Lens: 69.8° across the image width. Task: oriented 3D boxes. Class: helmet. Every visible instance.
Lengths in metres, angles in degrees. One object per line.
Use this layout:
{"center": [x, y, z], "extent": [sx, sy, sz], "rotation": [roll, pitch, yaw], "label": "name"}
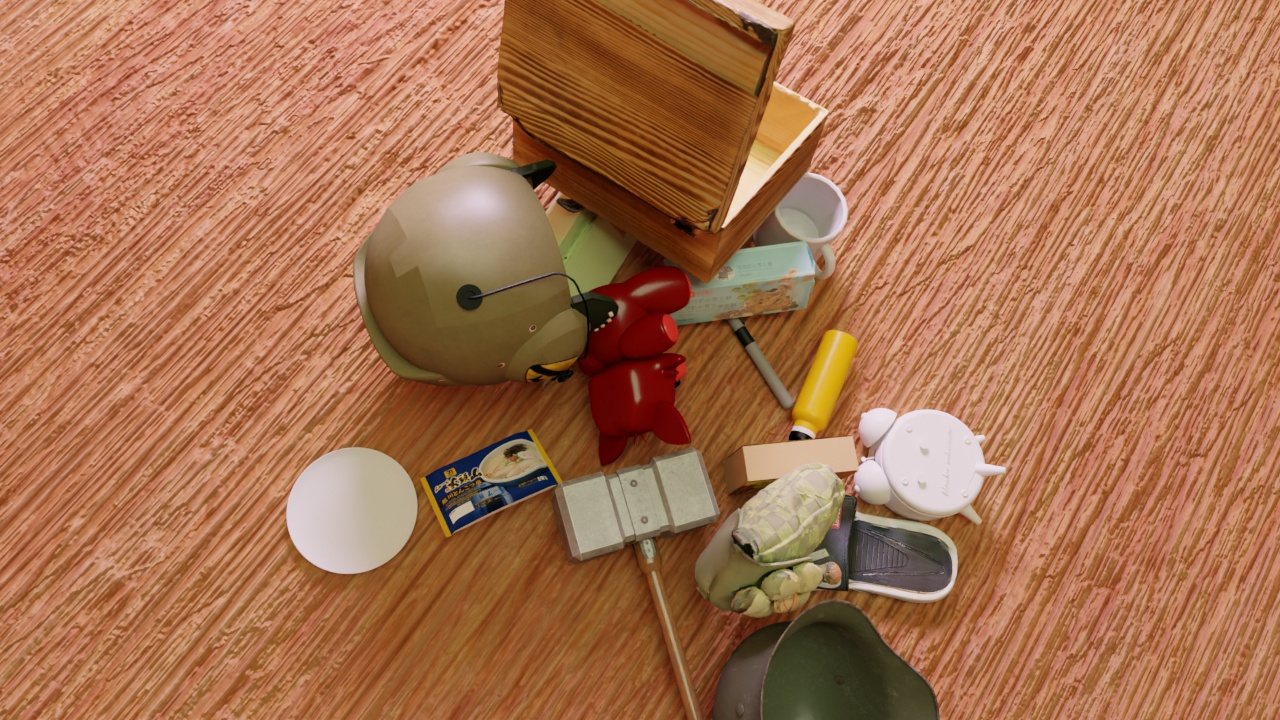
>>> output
{"center": [-0.170, -0.079, 0.941], "extent": [0.232, 0.256, 0.250], "rotation": [-19, 75, -18], "label": "helmet"}
{"center": [0.160, 0.360, 0.911], "extent": [0.226, 0.154, 0.268], "rotation": [-15, 99, -34], "label": "helmet"}

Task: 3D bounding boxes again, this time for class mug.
{"center": [0.201, -0.154, 1.121], "extent": [0.091, 0.090, 0.121], "rotation": [-23, 78, -15], "label": "mug"}

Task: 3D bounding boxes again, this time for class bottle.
{"center": [0.214, 0.035, 1.089], "extent": [0.043, 0.043, 0.143], "rotation": [26, 71, 0], "label": "bottle"}

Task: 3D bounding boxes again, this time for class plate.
{"center": [-0.308, 0.160, 0.985], "extent": [0.134, 0.011, 0.134], "rotation": [3, 73, -8], "label": "plate"}

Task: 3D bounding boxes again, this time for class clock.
{"center": [0.332, 0.120, 1.066], "extent": [0.161, 0.073, 0.125], "rotation": [12, 71, -5], "label": "clock"}

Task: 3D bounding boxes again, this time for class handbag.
{"center": [0.148, 0.188, 0.926], "extent": [0.186, 0.113, 0.117], "rotation": [-27, 65, -36], "label": "handbag"}

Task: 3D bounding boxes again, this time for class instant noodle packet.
{"center": [-0.163, 0.131, 0.997], "extent": [0.134, 0.026, 0.087], "rotation": [-24, 49, -15], "label": "instant noodle packet"}

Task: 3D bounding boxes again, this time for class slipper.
{"center": [0.236, 0.211, 1.030], "extent": [0.263, 0.063, 0.111], "rotation": [12, 71, -7], "label": "slipper"}

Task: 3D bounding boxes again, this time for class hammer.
{"center": [0.026, 0.267, 0.968], "extent": [0.162, 0.083, 0.317], "rotation": [-14, 76, -13], "label": "hammer"}

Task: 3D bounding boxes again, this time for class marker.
{"center": [0.142, -0.003, 1.104], "extent": [0.016, 0.016, 0.140], "rotation": [-29, 79, -16], "label": "marker"}

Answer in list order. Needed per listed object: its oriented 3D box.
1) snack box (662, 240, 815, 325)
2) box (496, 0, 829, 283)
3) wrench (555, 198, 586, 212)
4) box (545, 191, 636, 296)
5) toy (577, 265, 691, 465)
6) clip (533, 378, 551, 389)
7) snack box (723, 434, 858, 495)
{"center": [0.113, -0.090, 1.079], "extent": [0.174, 0.075, 0.053], "rotation": [-8, 60, -3], "label": "snack box"}
{"center": [0.025, -0.290, 0.923], "extent": [0.279, 0.337, 0.285], "rotation": [34, 62, 12], "label": "box"}
{"center": [0.023, -0.170, 1.102], "extent": [0.273, 0.010, 0.070], "rotation": [15, 75, -20], "label": "wrench"}
{"center": [-0.073, -0.149, 1.110], "extent": [0.187, 0.082, 0.098], "rotation": [-58, 132, -21], "label": "box"}
{"center": [-0.006, 0.006, 1.009], "extent": [0.120, 0.159, 0.197], "rotation": [0, 77, -43], "label": "toy"}
{"center": [-0.105, 0.003, 1.059], "extent": [0.061, 0.026, 0.049], "rotation": [-23, 77, -17], "label": "clip"}
{"center": [0.167, 0.119, 1.032], "extent": [0.125, 0.088, 0.040], "rotation": [-4, 74, -10], "label": "snack box"}
